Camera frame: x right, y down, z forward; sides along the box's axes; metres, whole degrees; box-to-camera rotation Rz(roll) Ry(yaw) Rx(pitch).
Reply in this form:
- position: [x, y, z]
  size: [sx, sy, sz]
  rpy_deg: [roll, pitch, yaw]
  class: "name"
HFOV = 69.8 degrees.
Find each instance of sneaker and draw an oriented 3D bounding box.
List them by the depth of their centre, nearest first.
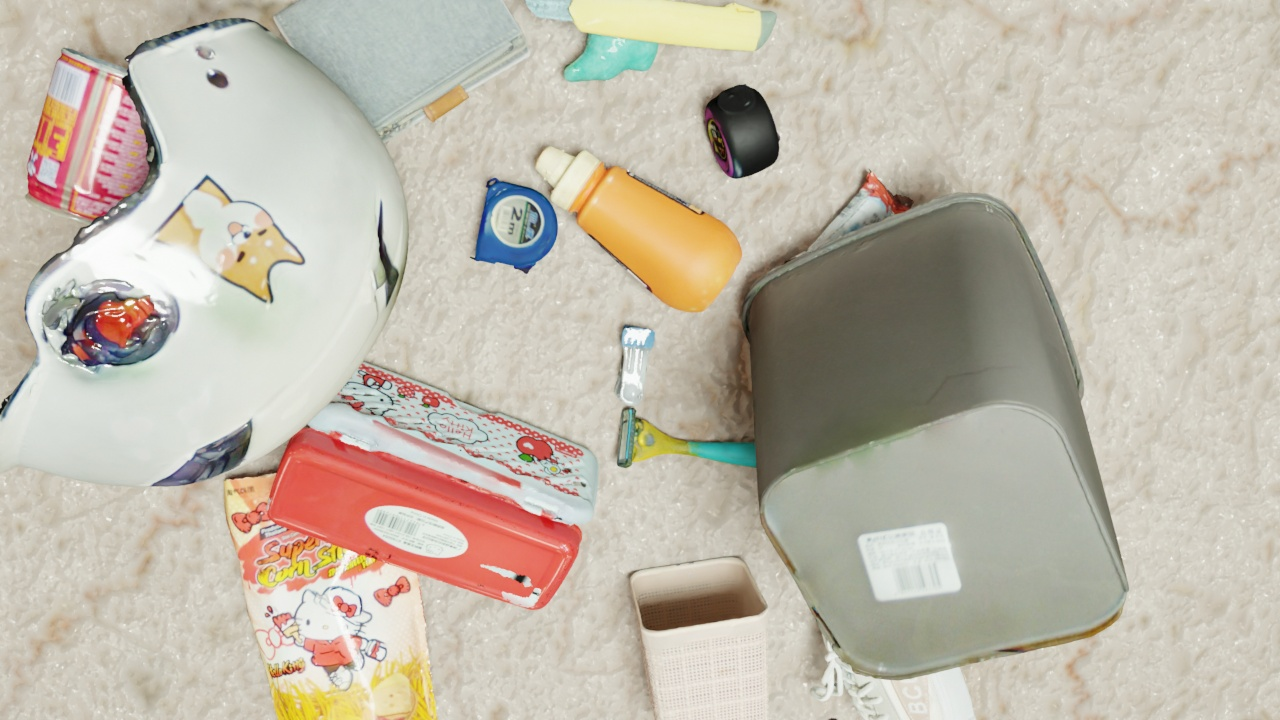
- position: [0.178, 0.230, 0.684]
  size: [0.090, 0.089, 0.242]
  rpy_deg: [-19, 100, -19]
  class: "sneaker"

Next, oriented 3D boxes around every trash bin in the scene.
- position: [0.167, 0.046, 0.548]
  size: [0.199, 0.219, 0.199]
  rpy_deg: [-22, 113, 23]
  class: "trash bin"

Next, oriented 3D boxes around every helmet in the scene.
- position: [-0.224, -0.040, 0.519]
  size: [0.157, 0.230, 0.274]
  rpy_deg: [24, 85, -18]
  class: "helmet"

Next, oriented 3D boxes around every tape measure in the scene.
- position: [0.069, -0.152, 0.609]
  size: [0.039, 0.057, 0.058]
  rpy_deg: [-21, 95, -4]
  class: "tape measure"
- position: [-0.083, -0.090, 0.620]
  size: [0.054, 0.025, 0.058]
  rpy_deg: [11, 104, -11]
  class: "tape measure"

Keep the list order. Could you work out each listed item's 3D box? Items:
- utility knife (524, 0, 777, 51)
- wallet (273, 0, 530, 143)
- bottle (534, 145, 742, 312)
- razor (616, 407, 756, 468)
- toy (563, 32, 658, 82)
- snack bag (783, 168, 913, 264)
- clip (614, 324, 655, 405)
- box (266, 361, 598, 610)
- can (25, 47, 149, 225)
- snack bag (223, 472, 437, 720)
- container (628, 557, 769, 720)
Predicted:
- position: [0.011, -0.218, 0.583]
  size: [0.182, 0.019, 0.031]
  rpy_deg: [-4, 104, -31]
  class: "utility knife"
- position: [-0.148, -0.204, 0.581]
  size: [0.130, 0.037, 0.106]
  rpy_deg: [-31, 95, 3]
  class: "wallet"
- position: [-0.006, -0.094, 0.613]
  size: [0.149, 0.066, 0.067]
  rpy_deg: [34, 96, -5]
  class: "bottle"
- position: [0.050, 0.064, 0.667]
  size: [0.132, 0.028, 0.043]
  rpy_deg: [7, 74, -5]
  class: "razor"
- position: [-0.011, -0.233, 0.597]
  size: [0.096, 0.030, 0.092]
  rpy_deg: [-14, 105, -10]
  class: "toy"
- position: [0.145, -0.085, 0.648]
  size: [0.045, 0.026, 0.105]
  rpy_deg: [40, 95, -22]
  class: "snack bag"
- position: [-0.005, 0.004, 0.654]
  size: [0.026, 0.037, 0.058]
  rpy_deg: [6, 98, -10]
  class: "clip"
- position: [-0.136, 0.083, 0.626]
  size: [0.201, 0.100, 0.095]
  rpy_deg: [23, 119, -13]
  class: "box"
- position: [-0.328, -0.132, 0.559]
  size: [0.066, 0.066, 0.094]
  rpy_deg: [20, 98, -11]
  class: "can"
- position: [-0.215, 0.174, 0.647]
  size: [0.128, 0.073, 0.208]
  rpy_deg: [-9, 96, -5]
  class: "snack bag"
- position: [0.045, 0.218, 0.670]
  size: [0.090, 0.090, 0.111]
  rpy_deg: [-7, 105, -6]
  class: "container"
